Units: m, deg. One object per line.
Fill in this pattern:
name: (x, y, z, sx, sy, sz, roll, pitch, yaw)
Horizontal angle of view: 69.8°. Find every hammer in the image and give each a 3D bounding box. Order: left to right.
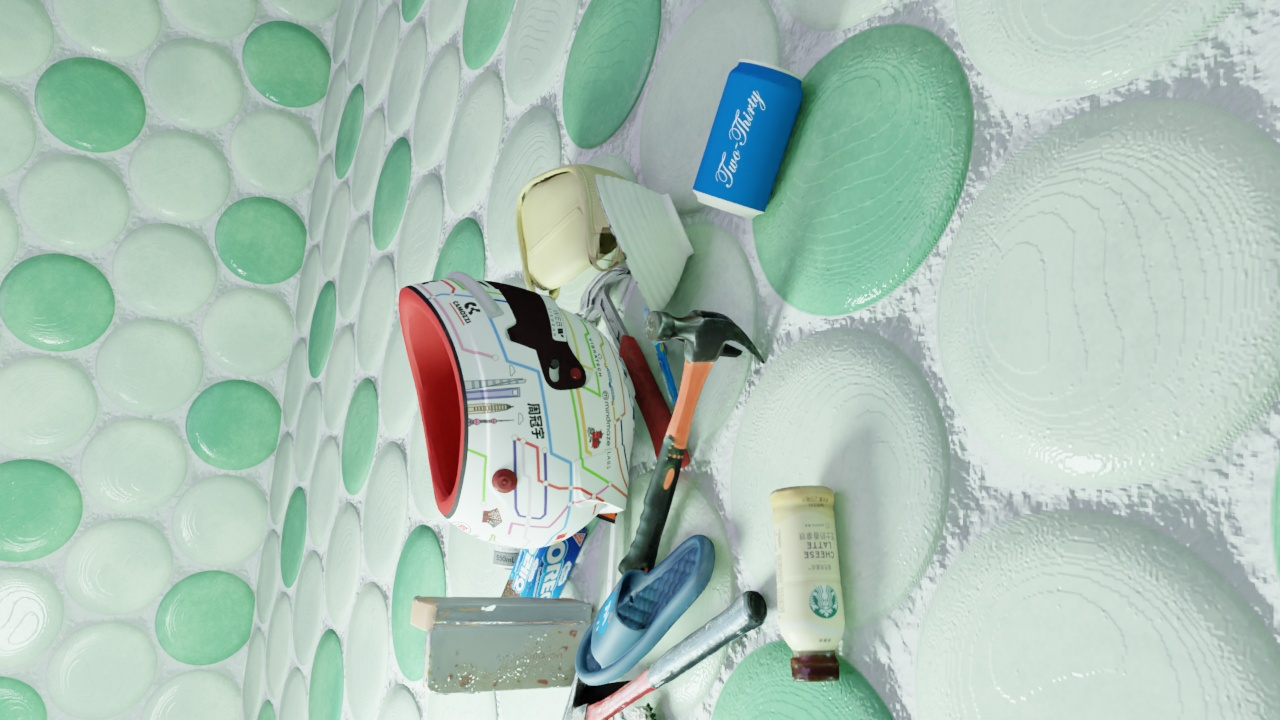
hammer: (-0.007, 0.007, 1.108, 0.126, 0.036, 0.315, -56, 40, 29)
hammer: (0.016, 0.322, 0.958, 0.327, 0.036, 0.140, -45, 21, 34)
hammer: (0.032, 0.100, 0.959, 0.033, 0.133, 0.334, 50, 132, 49)

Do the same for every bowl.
bowl: (0.015, -0.142, 1.046, 0.071, 0.177, 0.177, -23, 54, 7)

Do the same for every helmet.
helmet: (-0.125, 0.049, 1.029, 0.232, 0.235, 0.314, -25, 77, 62)

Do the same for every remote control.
remote control: (0.063, -0.023, 0.996, 0.125, 0.039, 0.010, 27, 109, 56)

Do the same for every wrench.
wrench: (-0.031, 0.199, 1.094, 0.047, 0.009, 0.273, 141, 135, -67)

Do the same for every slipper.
slipper: (-0.002, 0.255, 0.968, 0.214, 0.059, 0.103, -47, 17, 20)

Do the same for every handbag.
handbag: (-0.087, -0.179, 1.230, 0.233, 0.088, 0.190, -22, 66, 58)

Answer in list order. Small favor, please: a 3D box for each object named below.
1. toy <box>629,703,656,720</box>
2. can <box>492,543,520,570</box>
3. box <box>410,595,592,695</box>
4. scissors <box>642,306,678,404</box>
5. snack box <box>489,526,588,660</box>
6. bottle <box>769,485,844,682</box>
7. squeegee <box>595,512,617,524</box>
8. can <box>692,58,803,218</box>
toy: (0.001, 0.434, 0.975, 0.095, 0.041, 0.109, 52, 130, 49)
can: (-0.184, 0.243, 1.311, 0.044, 0.044, 0.106, -5, 78, 57)
box: (-0.161, 0.332, 1.090, 0.105, 0.216, 0.096, 1, 83, 60)
scissors: (0.024, -0.004, 1.029, 0.019, 0.105, 0.131, -20, 53, 8)
snack box: (-0.140, 0.299, 1.214, 0.059, 0.059, 0.227, 49, 121, 47)
bottle: (0.145, 0.192, 0.793, 0.057, 0.056, 0.162, -25, 61, 53)
squeegee: (-0.080, 0.094, 1.178, 0.250, 0.055, 0.184, 4, 74, 58)
can: (0.110, -0.224, 0.938, 0.079, 0.078, 0.146, 36, 112, 55)
